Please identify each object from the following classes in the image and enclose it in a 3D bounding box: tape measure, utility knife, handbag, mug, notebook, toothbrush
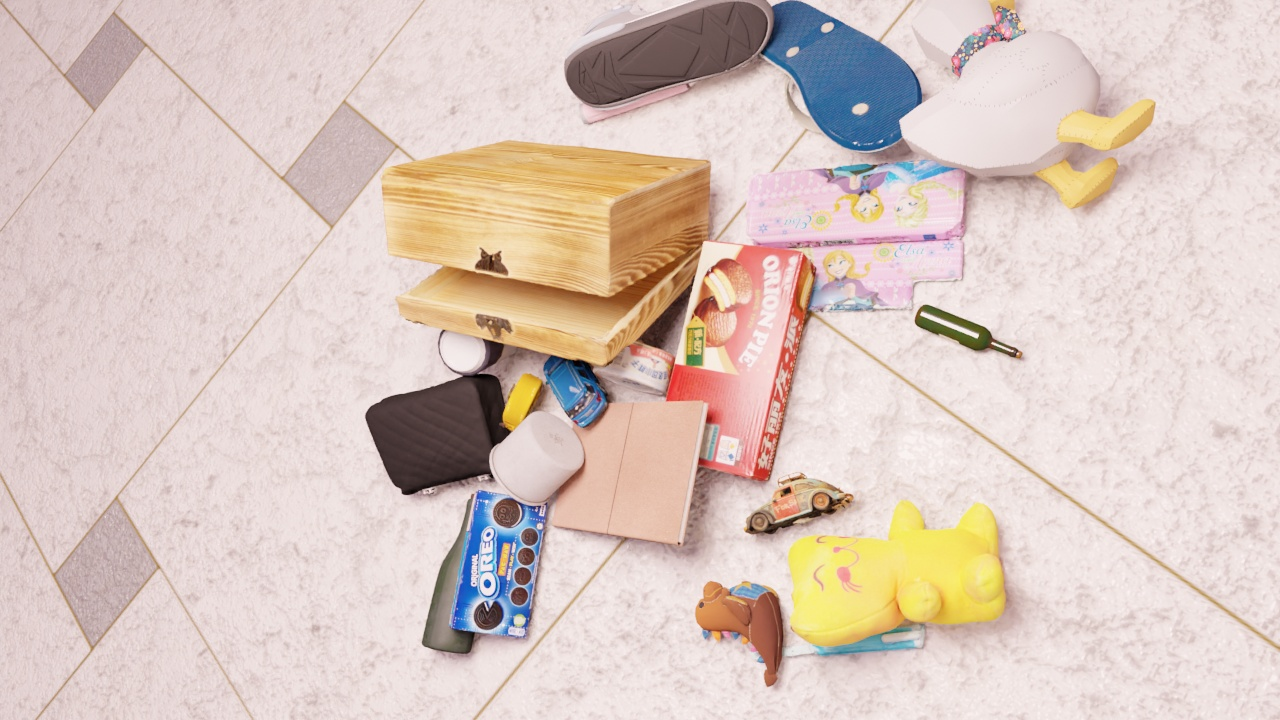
[{"bbox_3d":[-0.136,0.045,1.048,0.030,0.059,0.068,24,58,1],"label":"tape measure"},{"bbox_3d":[0.184,0.267,0.870,0.169,0.015,0.022,-12,59,20],"label":"utility knife"},{"bbox_3d":[-0.225,0.087,1.087,0.154,0.114,0.125,-15,91,16],"label":"handbag"},{"bbox_3d":[-0.113,0.098,1.018,0.071,0.084,0.113,-44,25,26],"label":"mug"},{"bbox_3d":[-0.016,0.113,0.961,0.210,0.008,0.141,-5,70,50],"label":"notebook"},{"bbox_3d":[0.027,-0.336,1.127,0.223,0.026,0.027,-13,90,20],"label":"toothbrush"}]

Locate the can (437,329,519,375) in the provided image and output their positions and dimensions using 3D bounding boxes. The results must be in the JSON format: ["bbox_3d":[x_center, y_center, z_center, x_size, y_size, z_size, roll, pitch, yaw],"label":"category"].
[{"bbox_3d":[-0.181,-0.026,1.070,0.064,0.127,0.064,4,105,16],"label":"can"}]

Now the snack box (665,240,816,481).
[{"bbox_3d":[0.100,-0.002,0.957,0.113,0.060,0.236,10,84,28],"label":"snack box"}]

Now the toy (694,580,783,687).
[{"bbox_3d":[0.096,0.265,0.894,0.090,0.070,0.103,-15,80,38],"label":"toy"}]

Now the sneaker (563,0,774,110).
[{"bbox_3d":[0.034,-0.399,1.105,0.257,0.093,0.160,-13,41,18],"label":"sneaker"}]

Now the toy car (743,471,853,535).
[{"bbox_3d":[0.152,0.138,0.908,0.112,0.047,0.047,-22,66,15],"label":"toy car"}]

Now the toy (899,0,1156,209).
[{"bbox_3d":[0.349,-0.264,0.893,0.246,0.141,0.267,-33,63,-21],"label":"toy"}]

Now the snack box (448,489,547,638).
[{"bbox_3d":[-0.155,0.222,1.005,0.082,0.027,0.150,12,74,-16],"label":"snack box"}]

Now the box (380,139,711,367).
[{"bbox_3d":[-0.092,-0.136,1.005,0.280,0.246,0.176,11,117,26],"label":"box"}]

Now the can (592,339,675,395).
[{"bbox_3d":[-0.006,0.006,0.999,0.086,0.086,0.043,13,81,27],"label":"can"}]

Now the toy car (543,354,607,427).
[{"bbox_3d":[-0.076,0.024,1.035,0.056,0.043,0.120,-45,38,9],"label":"toy car"}]

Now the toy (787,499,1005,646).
[{"bbox_3d":[0.232,0.197,0.832,0.194,0.087,0.134,-15,25,15],"label":"toy"}]

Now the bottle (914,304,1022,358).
[{"bbox_3d":[0.321,-0.026,0.897,0.106,0.025,0.025,27,86,29],"label":"bottle"}]

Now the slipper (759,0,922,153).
[{"bbox_3d":[0.215,-0.314,1.021,0.118,0.060,0.294,-34,50,5],"label":"slipper"}]

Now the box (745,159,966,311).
[{"bbox_3d":[0.222,-0.130,0.972,0.231,0.035,0.159,0,74,25],"label":"box"}]

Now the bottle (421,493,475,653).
[{"bbox_3d":[-0.200,0.236,1.031,0.055,0.055,0.174,3,73,25],"label":"bottle"}]
